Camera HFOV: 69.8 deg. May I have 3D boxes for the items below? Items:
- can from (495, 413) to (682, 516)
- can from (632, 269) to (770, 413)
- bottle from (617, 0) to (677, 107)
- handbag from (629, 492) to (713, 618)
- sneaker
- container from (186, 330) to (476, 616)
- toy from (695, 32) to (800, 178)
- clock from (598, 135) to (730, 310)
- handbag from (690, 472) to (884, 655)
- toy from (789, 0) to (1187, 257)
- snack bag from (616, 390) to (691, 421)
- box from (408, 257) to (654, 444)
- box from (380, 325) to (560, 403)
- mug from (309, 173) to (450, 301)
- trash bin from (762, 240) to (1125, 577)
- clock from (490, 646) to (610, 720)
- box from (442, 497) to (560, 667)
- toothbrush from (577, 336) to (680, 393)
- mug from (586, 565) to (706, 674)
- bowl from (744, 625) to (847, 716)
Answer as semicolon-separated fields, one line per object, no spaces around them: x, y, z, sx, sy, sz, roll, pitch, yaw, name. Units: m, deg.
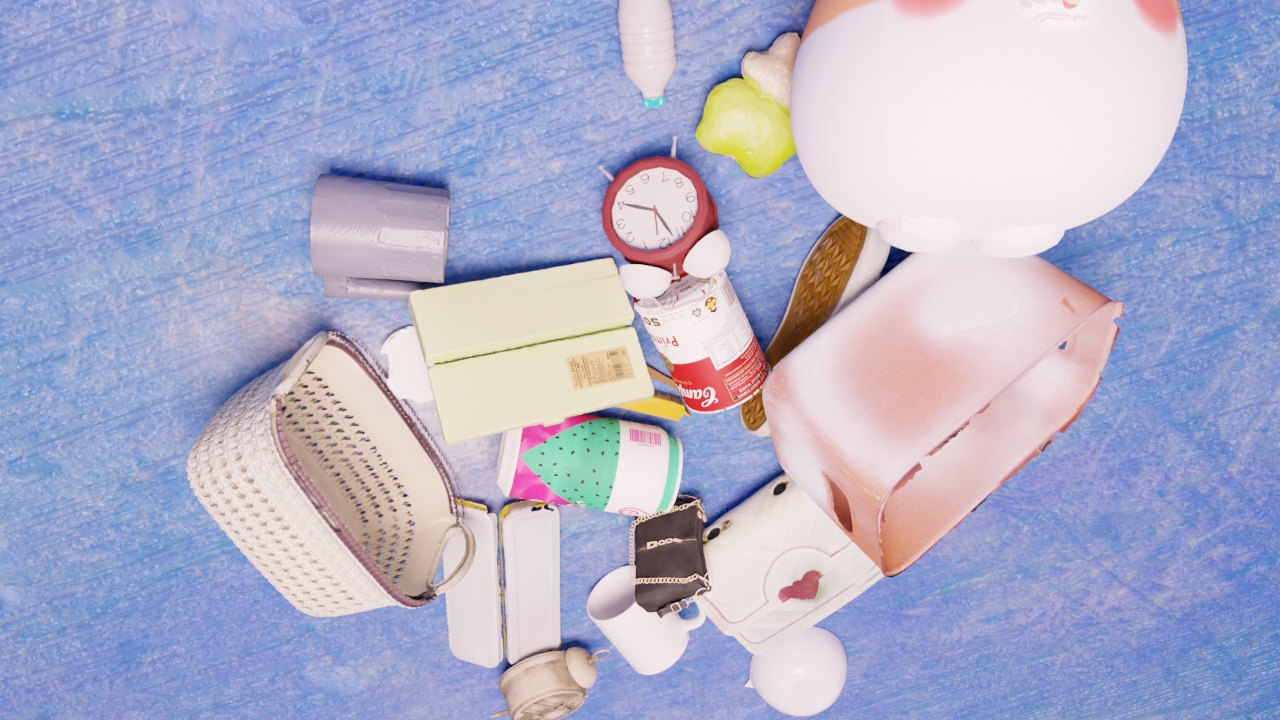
-0.049;0.096;0.873;0.166;0.088;0.088;10;114;-11;can
0.056;-0.024;0.827;0.087;0.086;0.116;-25;116;6;can
0.004;-0.270;0.724;0.044;0.044;0.136;-8;116;-2;bottle
0.033;0.190;0.913;0.079;0.128;0.054;-18;140;21;handbag
0.176;-0.023;0.845;0.079;0.087;0.236;13;116;-24;sneaker
-0.271;0.110;0.812;0.143;0.184;0.252;-22;117;15;container
0.105;-0.215;0.764;0.092;0.043;0.118;27;107;-15;toy
0.020;-0.110;0.768;0.096;0.048;0.137;-19;75;12;clock
0.150;0.195;0.939;0.199;0.096;0.142;-39;112;15;handbag
0.243;-0.216;0.659;0.263;0.265;0.280;4;92;-2;toy
0.002;0.038;0.885;0.099;0.026;0.020;15;107;-11;snack bag
-0.090;-0.011;0.778;0.187;0.138;0.030;-11;162;-20;box
-0.147;0.006;0.820;0.165;0.094;0.084;3;95;-18;box
-0.217;-0.095;0.776;0.104;0.083;0.124;4;139;-10;mug
0.243;0.028;0.776;0.259;0.157;0.182;-39;145;-10;trash bin
-0.089;0.352;0.994;0.141;0.054;0.093;-35;141;15;clock
-0.145;0.235;0.962;0.128;0.045;0.210;1;117;-3;box
-0.005;0.005;0.874;0.166;0.016;0.016;26;109;-17;toothbrush
0.014;0.267;0.968;0.111;0.073;0.090;-27;116;17;mug
0.186;0.364;1.049;0.114;0.050;0.115;-2;116;-5;bowl
